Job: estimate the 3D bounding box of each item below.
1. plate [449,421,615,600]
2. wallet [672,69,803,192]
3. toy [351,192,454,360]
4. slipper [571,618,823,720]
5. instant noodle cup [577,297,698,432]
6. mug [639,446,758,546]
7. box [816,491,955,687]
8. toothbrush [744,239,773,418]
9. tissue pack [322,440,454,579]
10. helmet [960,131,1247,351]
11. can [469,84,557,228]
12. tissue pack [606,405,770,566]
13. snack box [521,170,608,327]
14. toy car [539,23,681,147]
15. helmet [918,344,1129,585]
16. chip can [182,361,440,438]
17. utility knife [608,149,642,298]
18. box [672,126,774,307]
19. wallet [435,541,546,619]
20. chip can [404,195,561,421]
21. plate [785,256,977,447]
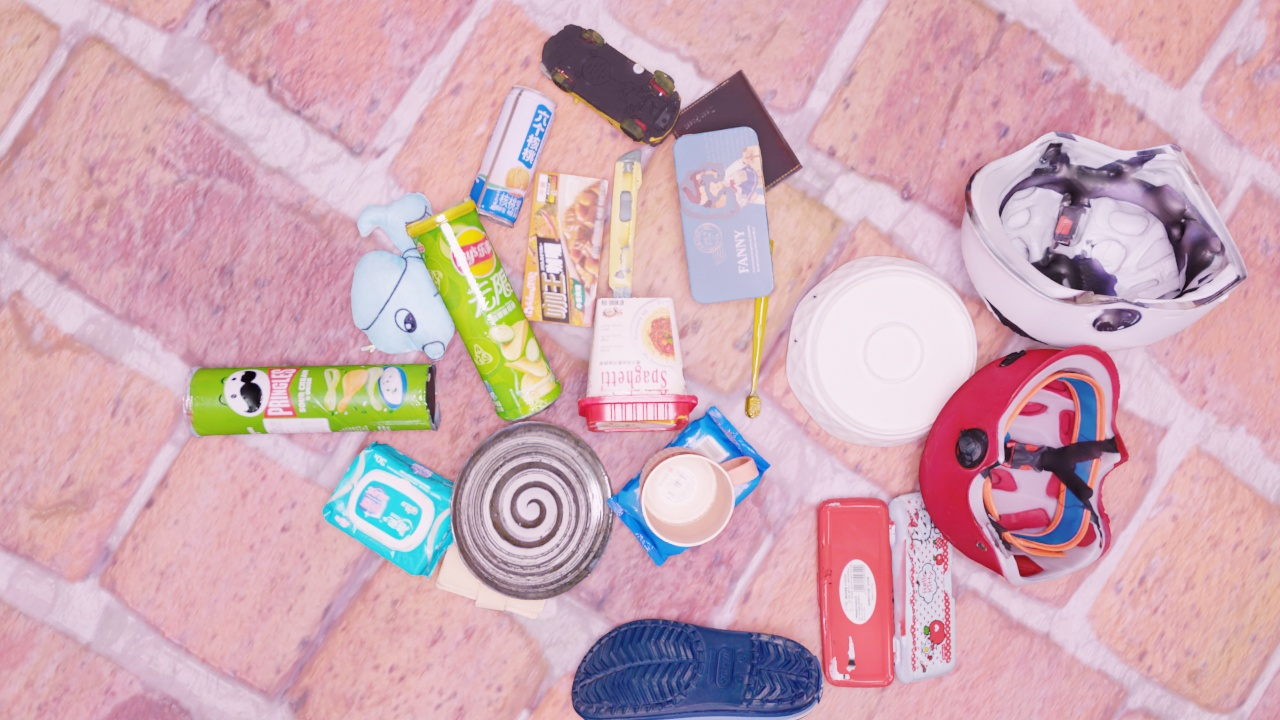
[{"bbox_3d":[-0.108,0.152,0.930,0.179,0.024,0.179,5,79,-28],"label":"plate"},{"bbox_3d":[0.098,-0.226,0.959,0.096,0.020,0.122,-33,92,1],"label":"wallet"},{"bbox_3d":[-0.238,-0.079,0.927,0.161,0.050,0.156,44,81,-5],"label":"toy"},{"bbox_3d":[0.059,0.330,0.939,0.253,0.104,0.095,-5,134,10],"label":"slipper"},{"bbox_3d":[-0.005,0.005,0.918,0.116,0.117,0.124,-2,80,-3],"label":"instant noodle cup"},{"bbox_3d":[0.054,0.119,0.869,0.114,0.106,0.081,-23,91,-3],"label":"mug"},{"bbox_3d":[0.263,0.242,0.968,0.161,0.059,0.201,-3,93,-7],"label":"box"},{"bbox_3d":[0.126,-0.033,0.967,0.015,0.016,0.190,5,91,-5],"label":"toothbrush"},{"bbox_3d":[-0.241,0.150,0.925,0.133,0.050,0.093,29,90,5],"label":"tissue pack"},{"bbox_3d":[0.433,-0.100,0.909,0.258,0.146,0.228,-5,55,-3],"label":"helmet"},{"bbox_3d":[-0.130,-0.206,0.928,0.053,0.053,0.134,21,90,-4],"label":"can"},{"bbox_3d":[0.049,0.130,0.949,0.157,0.052,0.095,-42,92,-2],"label":"tissue pack"},{"bbox_3d":[-0.078,-0.114,0.947,0.075,0.026,0.153,7,91,-3],"label":"snack box"},{"bbox_3d":[-0.029,-0.283,0.938,0.156,0.041,0.071,34,89,0],"label":"toy car"},{"bbox_3d":[0.366,0.092,0.912,0.206,0.144,0.240,0,100,-31],"label":"helmet"},{"bbox_3d":[-0.322,0.039,0.915,0.236,0.072,0.072,-1,91,-4],"label":"chip can"},{"bbox_3d":[-0.016,-0.138,0.959,0.031,0.018,0.167,3,96,2],"label":"utility knife"},{"bbox_3d":[0.086,-0.139,0.928,0.090,0.062,0.184,-9,94,11],"label":"box"},{"bbox_3d":[-0.148,0.217,0.954,0.115,0.024,0.087,18,91,-5],"label":"wallet"},{"bbox_3d":[-0.151,-0.046,0.905,0.072,0.072,0.221,-25,104,-3],"label":"chip can"},{"bbox_3d":[0.258,-0.009,0.963,0.205,0.045,0.205,0,92,-3],"label":"plate"}]
